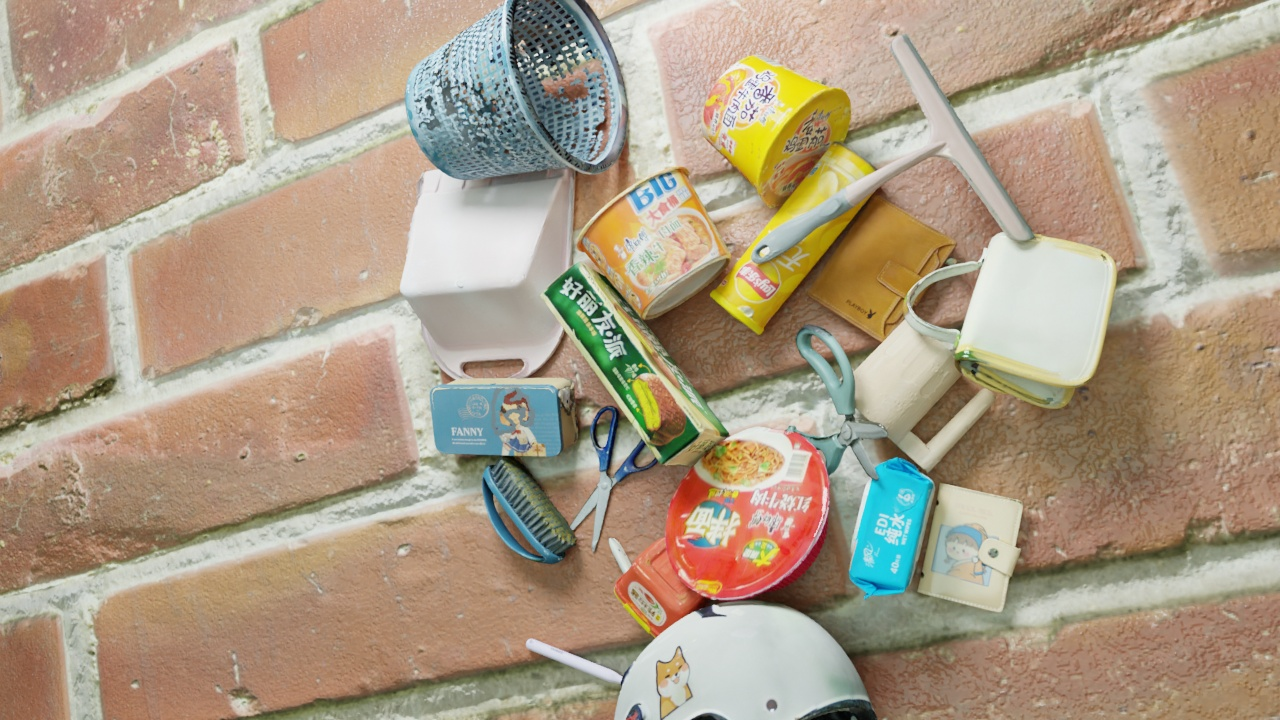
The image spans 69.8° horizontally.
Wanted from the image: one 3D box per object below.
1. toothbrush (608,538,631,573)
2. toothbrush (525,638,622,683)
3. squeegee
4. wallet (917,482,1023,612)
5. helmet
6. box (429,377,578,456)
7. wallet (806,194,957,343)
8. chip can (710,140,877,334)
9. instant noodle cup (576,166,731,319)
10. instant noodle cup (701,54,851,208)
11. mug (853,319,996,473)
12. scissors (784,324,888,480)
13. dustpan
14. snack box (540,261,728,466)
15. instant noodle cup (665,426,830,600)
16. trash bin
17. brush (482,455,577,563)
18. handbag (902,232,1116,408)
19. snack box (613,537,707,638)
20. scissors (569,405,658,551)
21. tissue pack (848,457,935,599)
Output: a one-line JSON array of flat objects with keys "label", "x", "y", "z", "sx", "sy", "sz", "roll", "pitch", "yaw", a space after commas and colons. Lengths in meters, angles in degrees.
[{"label": "toothbrush", "x": 0.008, "y": 0.285, "z": 1.034, "sx": 0.017, "sy": 0.016, "sz": 0.187, "roll": -37, "pitch": 74, "yaw": 23}, {"label": "toothbrush", "x": -0.049, "y": 0.352, "z": 1.045, "sx": 0.189, "sy": 0.029, "sz": 0.021, "roll": 12, "pitch": 126, "yaw": 22}, {"label": "squeegee", "x": 0.218, "y": -0.167, "z": 0.922, "sx": 0.250, "sy": 0.040, "sz": 0.247, "roll": -31, "pitch": 79, "yaw": 13}, {"label": "wallet", "x": 0.334, "y": 0.188, "z": 0.922, "sx": 0.087, "sy": 0.024, "sz": 0.115, "roll": 12, "pitch": 87, "yaw": 26}, {"label": "helmet", "x": 0.086, "y": 0.325, "z": 0.905, "sx": 0.275, "sy": 0.230, "sz": 0.156, "roll": -33, "pitch": 49, "yaw": 34}, {"label": "box", "x": -0.167, "y": 0.065, "z": 1.089, "sx": 0.184, "sy": 0.059, "sz": 0.090, "roll": -3, "pitch": 99, "yaw": 18}, {"label": "wallet", "x": 0.261, "y": -0.093, "z": 0.977, "sx": 0.119, "sy": 0.035, "sz": 0.131, "roll": 37, "pitch": 97, "yaw": 26}, {"label": "chip can", "x": 0.167, "y": -0.131, "z": 0.993, "sx": 0.072, "sy": 0.072, "sz": 0.213, "roll": 41, "pitch": 97, "yaw": 19}, {"label": "instant noodle cup", "x": 0.021, "y": -0.123, "z": 1.011, "sx": 0.151, "sy": 0.151, "sz": 0.111, "roll": -36, "pitch": 82, "yaw": 13}, {"label": "instant noodle cup", "x": 0.139, "y": -0.254, "z": 0.988, "sx": 0.110, "sy": 0.138, "sz": 0.138, "roll": 43, "pitch": 99, "yaw": 27}, {"label": "mug", "x": 0.279, "y": 0.034, "z": 0.929, "sx": 0.124, "sy": 0.084, "sz": 0.103, "roll": 43, "pitch": 98, "yaw": 11}, {"label": "scissors", "x": 0.185, "y": 0.043, "z": 0.930, "sx": 0.019, "sy": 0.171, "sz": 0.179, "roll": -11, "pitch": 89, "yaw": -26}, {"label": "dustpan", "x": -0.186, "y": -0.114, "z": 1.154, "sx": 0.223, "sy": 0.139, "sz": 0.272, "roll": -1, "pitch": 55, "yaw": 21}, {"label": "snack box", "x": -0.006, "y": 0.006, "z": 1.017, "sx": 0.063, "sy": 0.114, "sz": 0.240, "roll": -40, "pitch": 72, "yaw": 10}, {"label": "instant noodle cup", "x": 0.121, "y": 0.166, "z": 0.948, "sx": 0.194, "sy": 0.066, "sz": 0.193, "roll": -27, "pitch": 42, "yaw": 26}, {"label": "trash bin", "x": -0.155, "y": -0.306, "z": 1.070, "sx": 0.195, "sy": 0.226, "sz": 0.226, "roll": -10, "pitch": 80, "yaw": 32}, {"label": "brush", "x": -0.139, "y": 0.182, "z": 1.078, "sx": 0.074, "sy": 0.055, "sz": 0.144, "roll": -46, "pitch": 72, "yaw": 13}, {"label": "handbag", "x": 0.350, "y": -0.049, "z": 0.888, "sx": 0.179, "sy": 0.063, "sz": 0.163, "roll": 19, "pitch": 63, "yaw": 15}, {"label": "snack box", "x": 0.029, "y": 0.243, "z": 0.988, "sx": 0.091, "sy": 0.081, "sz": 0.080, "roll": 42, "pitch": 142, "yaw": 19}, {"label": "scissors", "x": -0.040, "y": 0.131, "z": 1.071, "sx": 0.166, "sy": 0.012, "sz": 0.157, "roll": -30, "pitch": 76, "yaw": 16}, {"label": "tissue pack", "x": 0.250, "y": 0.167, "z": 0.918, "sx": 0.063, "sy": 0.090, "sz": 0.140, "roll": 14, "pitch": 89, "yaw": 22}]
